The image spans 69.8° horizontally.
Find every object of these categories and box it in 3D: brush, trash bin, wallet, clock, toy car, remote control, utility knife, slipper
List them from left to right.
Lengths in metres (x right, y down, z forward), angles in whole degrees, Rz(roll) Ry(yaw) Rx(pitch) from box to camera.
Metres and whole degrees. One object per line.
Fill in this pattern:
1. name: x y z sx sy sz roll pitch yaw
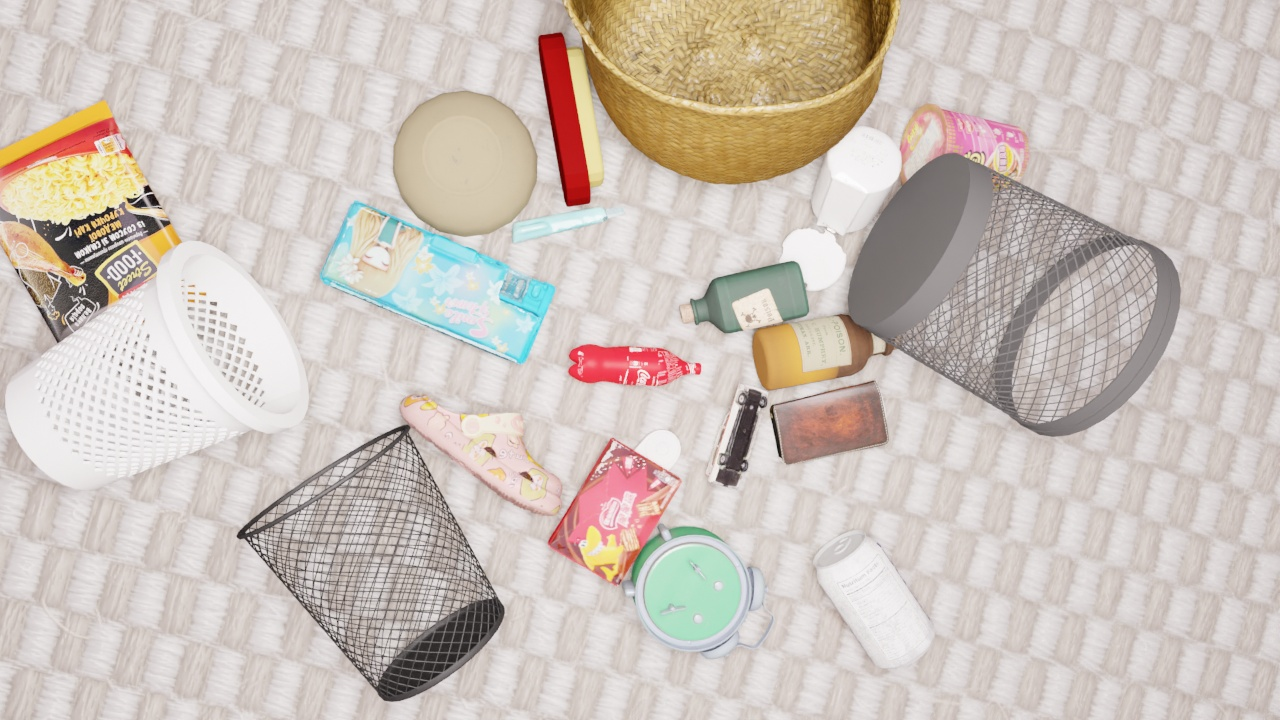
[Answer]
1. trash bin: -0.460 0.020 0.869 0.200 0.195 0.195 -26 94 4
2. trash bin: -0.249 0.201 0.895 0.184 0.184 0.210 -32 100 -5
3. slipper: -0.152 0.083 0.944 0.197 0.093 0.081 36 76 -5
4. utility knife: -0.076 -0.149 0.981 0.126 0.015 0.022 -13 94 -7
5. brush: -0.070 -0.247 0.945 0.042 0.082 0.173 -10 92 -6
6. remote control: -0.009 0.131 0.995 0.043 0.013 0.136 42 87 -5
7. clock: 0.069 0.251 0.975 0.161 0.075 0.122 33 88 -7
8. toy car: 0.102 0.081 0.994 0.039 0.039 0.113 18 88 -30
9. wallet: 0.209 0.070 1.014 0.123 0.019 0.072 -12 92 -6
10. trash bin: 0.358 -0.069 0.916 0.227 0.218 0.217 26 88 -12

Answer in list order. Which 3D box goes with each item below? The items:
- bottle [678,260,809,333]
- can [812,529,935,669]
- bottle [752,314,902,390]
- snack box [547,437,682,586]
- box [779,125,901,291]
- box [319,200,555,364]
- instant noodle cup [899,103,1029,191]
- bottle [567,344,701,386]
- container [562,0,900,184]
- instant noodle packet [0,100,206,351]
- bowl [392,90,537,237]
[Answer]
1. bottle: 0.107 -0.063 0.977 0.131 0.061 0.061 -13 94 1
2. can: 0.252 0.258 0.993 0.078 0.078 0.136 -35 94 -5
3. bottle: 0.204 -0.014 0.988 0.157 0.068 0.068 -10 92 -6
4. snack box: -0.027 0.161 0.975 0.089 0.021 0.133 31 89 -6
5. box: 0.208 -0.157 0.969 0.083 0.140 0.141 24 73 8
6. box: -0.208 -0.080 0.955 0.227 0.041 0.094 23 89 -6
7. instant noodle cup: 0.352 -0.223 0.991 0.108 0.098 0.097 1 91 -14
8. bottle: -0.006 0.006 0.978 0.141 0.042 0.042 3 91 -6
9. container: 0.084 -0.326 0.878 0.307 0.197 0.306 -1 76 3
10. instant noodle packet: -0.555 -0.127 0.921 0.160 0.032 0.221 -29 94 -5
11. bowl: -0.182 -0.207 0.950 0.152 0.050 0.152 0 91 -6
